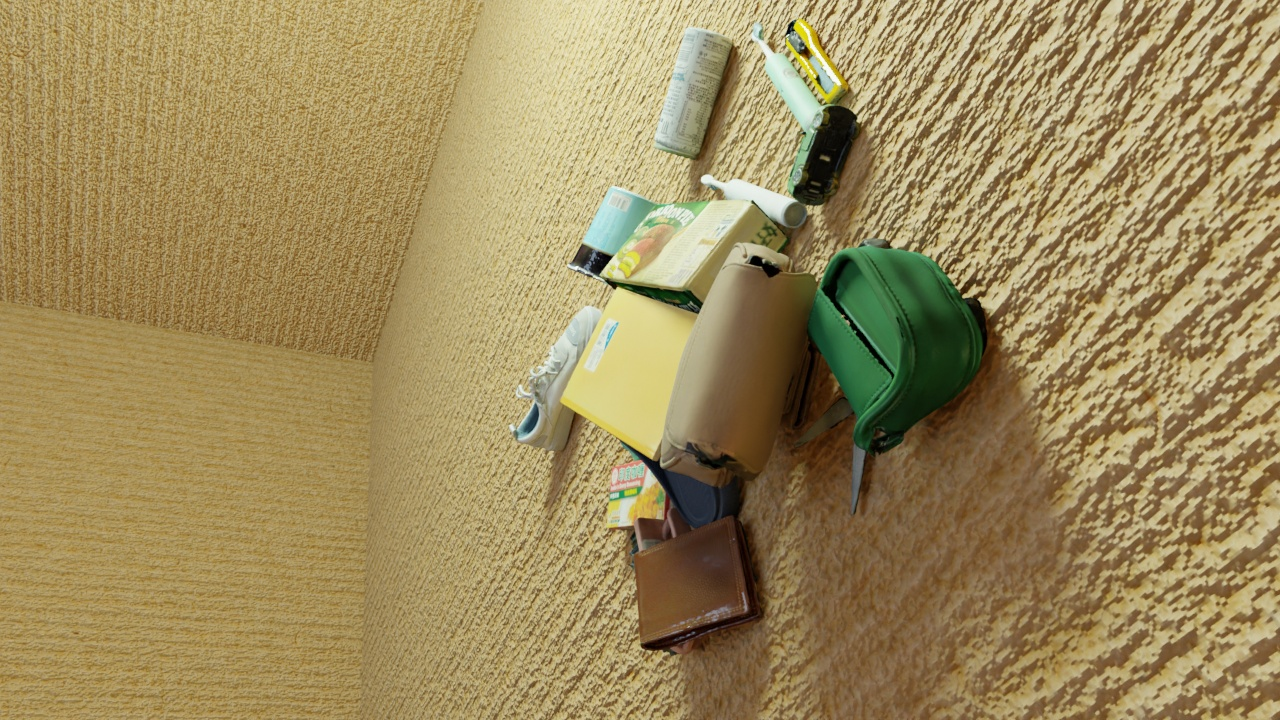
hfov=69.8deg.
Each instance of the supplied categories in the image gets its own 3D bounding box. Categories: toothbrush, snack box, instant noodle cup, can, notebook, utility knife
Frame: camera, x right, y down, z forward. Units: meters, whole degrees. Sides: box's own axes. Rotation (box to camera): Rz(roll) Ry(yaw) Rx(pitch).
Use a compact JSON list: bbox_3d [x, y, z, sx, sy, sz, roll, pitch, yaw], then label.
[{"bbox_3d":[0.147,-0.288,0.932,0.224,0.026,0.027,-106,13,-46],"label":"toothbrush"},{"bbox_3d":[0.005,0.156,1.067,0.156,0.027,0.077,154,124,-62],"label":"snack box"},{"bbox_3d":[-0.022,-0.156,1.182,0.120,0.111,0.111,-68,24,5],"label":"instant noodle cup"},{"bbox_3d":[0.062,-0.319,1.100,0.058,0.058,0.147,-134,57,-62],"label":"can"},{"bbox_3d":[-0.006,0.005,0.933,0.206,0.010,0.146,24,87,57],"label":"notebook"},{"bbox_3d":[0.048,-0.109,0.981,0.114,0.063,0.240,-52,22,-8],"label":"snack box"},{"bbox_3d":[0.111,-0.173,0.965,0.027,0.026,0.221,-50,27,3],"label":"toothbrush"},{"bbox_3d":[0.169,-0.296,0.897,0.153,0.015,0.033,-106,32,-45],"label":"utility knife"}]

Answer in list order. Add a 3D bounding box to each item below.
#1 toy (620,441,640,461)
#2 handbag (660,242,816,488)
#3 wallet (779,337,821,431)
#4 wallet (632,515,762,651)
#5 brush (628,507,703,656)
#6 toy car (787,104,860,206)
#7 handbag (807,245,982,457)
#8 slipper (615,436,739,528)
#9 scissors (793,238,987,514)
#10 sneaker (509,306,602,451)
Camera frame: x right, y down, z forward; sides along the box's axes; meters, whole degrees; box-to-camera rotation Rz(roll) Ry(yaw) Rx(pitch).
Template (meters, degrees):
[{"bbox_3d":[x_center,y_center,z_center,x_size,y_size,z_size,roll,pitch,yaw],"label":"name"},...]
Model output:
[{"bbox_3d":[-0.005,0.082,1.096,0.096,0.030,0.092,38,133,25],"label":"toy"},{"bbox_3d":[0.083,0.006,0.756,0.147,0.100,0.204,-3,-70,-88],"label":"handbag"},{"bbox_3d":[0.121,0.013,0.860,0.115,0.033,0.090,20,98,63],"label":"wallet"},{"bbox_3d":[0.049,0.211,0.870,0.125,0.032,0.101,-26,48,22],"label":"wallet"},{"bbox_3d":[0.033,0.225,0.930,0.073,0.063,0.145,-53,35,40],"label":"brush"},{"bbox_3d":[0.163,-0.187,0.831,0.036,0.043,0.091,-119,45,-57],"label":"toy car"},{"bbox_3d":[0.175,-0.012,0.665,0.120,0.068,0.131,110,151,-44],"label":"handbag"},{"bbox_3d":[0.017,0.056,0.951,0.111,0.083,0.268,-58,46,47],"label":"slipper"},{"bbox_3d":[0.185,0.003,0.727,0.235,0.021,0.220,-39,45,55],"label":"scissors"},{"bbox_3d":[-0.128,0.024,1.350,0.243,0.090,0.089,-68,27,23],"label":"sneaker"}]
